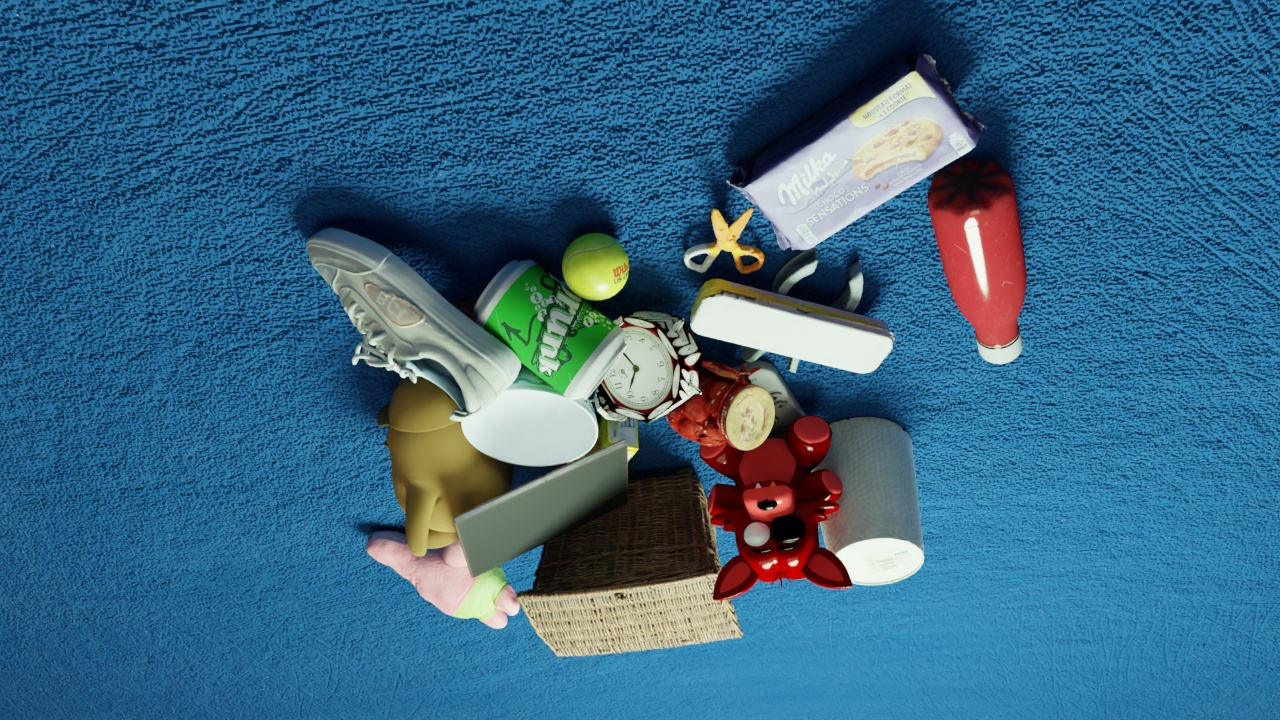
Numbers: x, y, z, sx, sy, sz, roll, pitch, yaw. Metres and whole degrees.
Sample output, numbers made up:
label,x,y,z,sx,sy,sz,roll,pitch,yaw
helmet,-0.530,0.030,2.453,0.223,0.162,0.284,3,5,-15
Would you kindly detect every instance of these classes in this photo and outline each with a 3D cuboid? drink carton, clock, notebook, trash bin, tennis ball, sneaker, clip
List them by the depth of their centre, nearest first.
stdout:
label,x,y,z,sx,sy,sz,roll,pitch,yaw
sneaker,-0.237,-0.031,0.885,0.242,0.090,0.090,37,154,0
tennis ball,-0.044,-0.091,0.891,0.065,0.065,0.065,1,137,1
clip,0.146,-0.054,0.955,0.127,0.028,0.167,17,135,-14
clock,-0.006,0.006,0.977,0.155,0.064,0.114,-10,96,34
notebook,-0.108,0.174,1.062,0.208,0.008,0.142,-23,146,-17
trash bin,0.270,0.171,1.094,0.133,0.161,0.133,1,138,1
drink carton,-0.048,0.117,1.123,0.043,0.058,0.135,15,136,-21

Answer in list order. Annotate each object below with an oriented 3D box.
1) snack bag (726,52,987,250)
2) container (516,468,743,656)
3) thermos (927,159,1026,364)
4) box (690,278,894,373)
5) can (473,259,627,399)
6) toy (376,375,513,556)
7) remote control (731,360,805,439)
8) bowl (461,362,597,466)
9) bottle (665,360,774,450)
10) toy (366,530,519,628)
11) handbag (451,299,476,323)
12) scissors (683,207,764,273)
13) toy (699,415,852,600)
label,x,y,z,sx,sy,sz,roll,pitch,yaw
snack bag,0.181,-0.178,0.796,0.206,0.058,0.096,-30,125,34
container,-0.010,0.254,1.178,0.250,0.182,0.162,-10,136,11
thermos,0.333,-0.082,0.883,0.073,0.073,0.240,-15,135,18
box,0.155,-0.035,0.935,0.209,0.033,0.065,14,136,-11
can,-0.089,-0.031,0.910,0.140,0.087,0.088,38,132,2
toy,-0.231,0.100,1.056,0.163,0.198,0.203,3,120,20
remote control,0.146,0.057,1.080,0.074,0.019,0.151,-19,133,21
bowl,-0.116,0.045,0.993,0.144,0.074,0.144,1,141,1
bottle,0.084,0.044,0.997,0.099,0.098,0.111,40,165,-34
toy,-0.282,0.305,1.319,0.236,0.096,0.193,29,135,-8
handbag,-0.228,-0.038,0.987,0.120,0.029,0.055,-2,139,12
scissors,0.072,-0.114,0.875,0.097,0.012,0.133,-6,157,15
toy,0.151,0.168,1.044,0.158,0.196,0.120,-8,144,13
